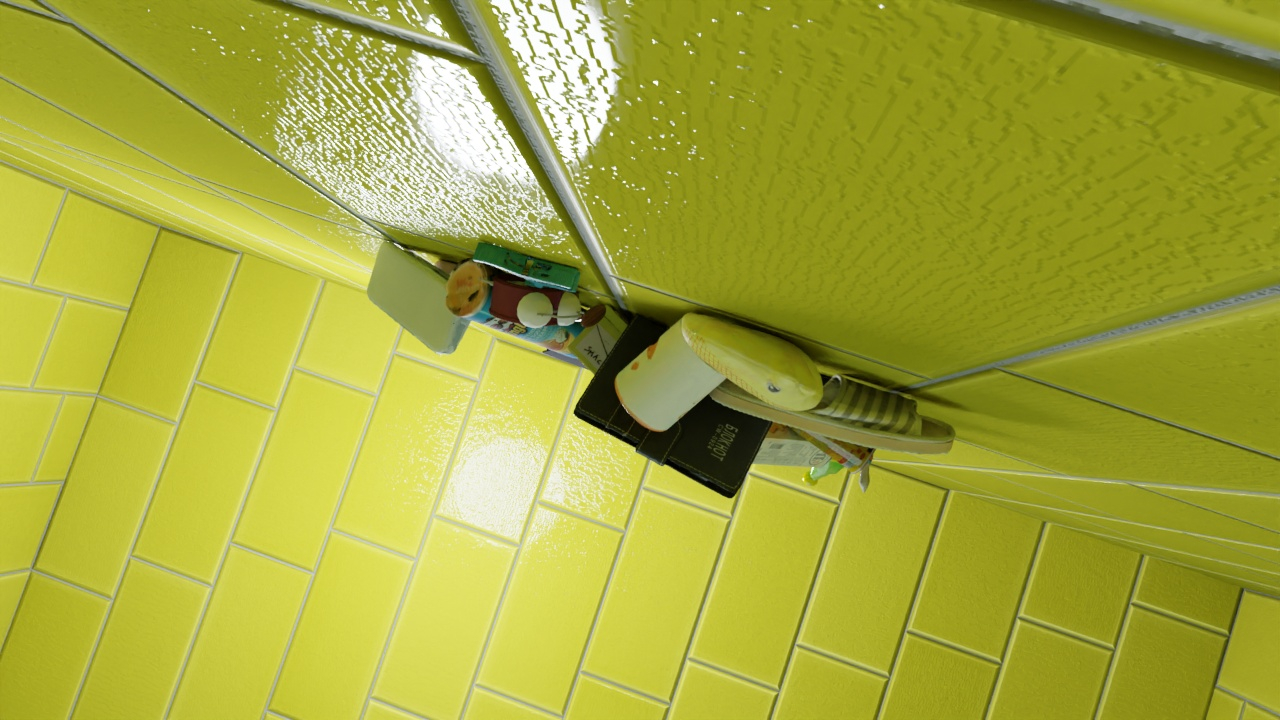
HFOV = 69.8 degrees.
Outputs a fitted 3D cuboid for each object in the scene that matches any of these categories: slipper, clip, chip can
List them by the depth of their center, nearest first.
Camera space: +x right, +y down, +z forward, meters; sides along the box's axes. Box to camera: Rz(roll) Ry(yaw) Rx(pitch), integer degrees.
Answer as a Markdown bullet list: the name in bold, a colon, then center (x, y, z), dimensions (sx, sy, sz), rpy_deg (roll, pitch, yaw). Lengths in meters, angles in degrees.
- **clip**: center (-0.126, -0.100, 0.966), dimensions (0.118, 0.033, 0.120), rpy_deg (24, 175, -17)
- **slipper**: center (0.212, 0.050, 1.019), dimensions (0.273, 0.054, 0.114), rpy_deg (11, -161, 7)
- **chip can**: center (-0.148, -0.064, 1.189), dimensions (0.080, 0.080, 0.229), rpy_deg (16, 176, 38)

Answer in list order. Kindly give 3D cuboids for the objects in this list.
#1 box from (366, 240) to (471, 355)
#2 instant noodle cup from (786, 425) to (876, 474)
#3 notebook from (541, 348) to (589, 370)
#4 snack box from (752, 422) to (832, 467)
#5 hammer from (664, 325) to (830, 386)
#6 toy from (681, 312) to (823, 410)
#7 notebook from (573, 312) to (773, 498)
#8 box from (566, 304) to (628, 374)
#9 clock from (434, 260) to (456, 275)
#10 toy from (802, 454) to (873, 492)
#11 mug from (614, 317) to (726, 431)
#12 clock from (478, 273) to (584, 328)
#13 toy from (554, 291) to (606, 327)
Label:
- **box**: center (-0.292, -0.085, 1.236), dimensions (0.214, 0.118, 0.063), rpy_deg (29, -167, 37)
- **instant noodle cup**: center (0.267, 0.087, 1.260), dimensions (0.112, 0.100, 0.100), rpy_deg (28, 176, -1)
- **notebook**: center (-0.015, 0.000, 1.466), dimensions (0.170, 0.019, 0.231), rpy_deg (-13, 154, 43)
- **snack box**: center (0.189, 0.093, 1.314), dimensions (0.207, 0.058, 0.104), rpy_deg (9, -138, -41)
- **hammer**: center (0.168, 0.015, 1.154), dimensions (0.325, 0.034, 0.169), rpy_deg (15, 174, 29)
- **toy**: center (0.118, 0.000, 0.927), dimensions (0.170, 0.065, 0.155), rpy_deg (24, -170, -32)
- **notebook**: center (0.047, 0.050, 1.070), dimensions (0.209, 0.169, 0.030), rpy_deg (26, 146, 10)
- **box**: center (-0.007, 0.007, 1.234), dimensions (0.124, 0.079, 0.221), rpy_deg (45, -175, 15)
- **clock**: center (-0.238, -0.086, 1.304), dimensions (0.161, 0.086, 0.131), rpy_deg (8, 170, 39)
- **toy**: center (0.307, 0.139, 1.444), dimensions (0.124, 0.131, 0.097), rpy_deg (19, 171, -8)
- **mug**: center (0.036, 0.015, 0.994), dimensions (0.082, 0.105, 0.082), rpy_deg (36, -152, -23)
- **clock**: center (-0.124, -0.068, 1.059), dimensions (0.125, 0.044, 0.087), rpy_deg (21, -162, 36)
- **toy**: center (-0.092, -0.066, 1.122), dimensions (0.102, 0.041, 0.055), rpy_deg (-3, 121, 55)
